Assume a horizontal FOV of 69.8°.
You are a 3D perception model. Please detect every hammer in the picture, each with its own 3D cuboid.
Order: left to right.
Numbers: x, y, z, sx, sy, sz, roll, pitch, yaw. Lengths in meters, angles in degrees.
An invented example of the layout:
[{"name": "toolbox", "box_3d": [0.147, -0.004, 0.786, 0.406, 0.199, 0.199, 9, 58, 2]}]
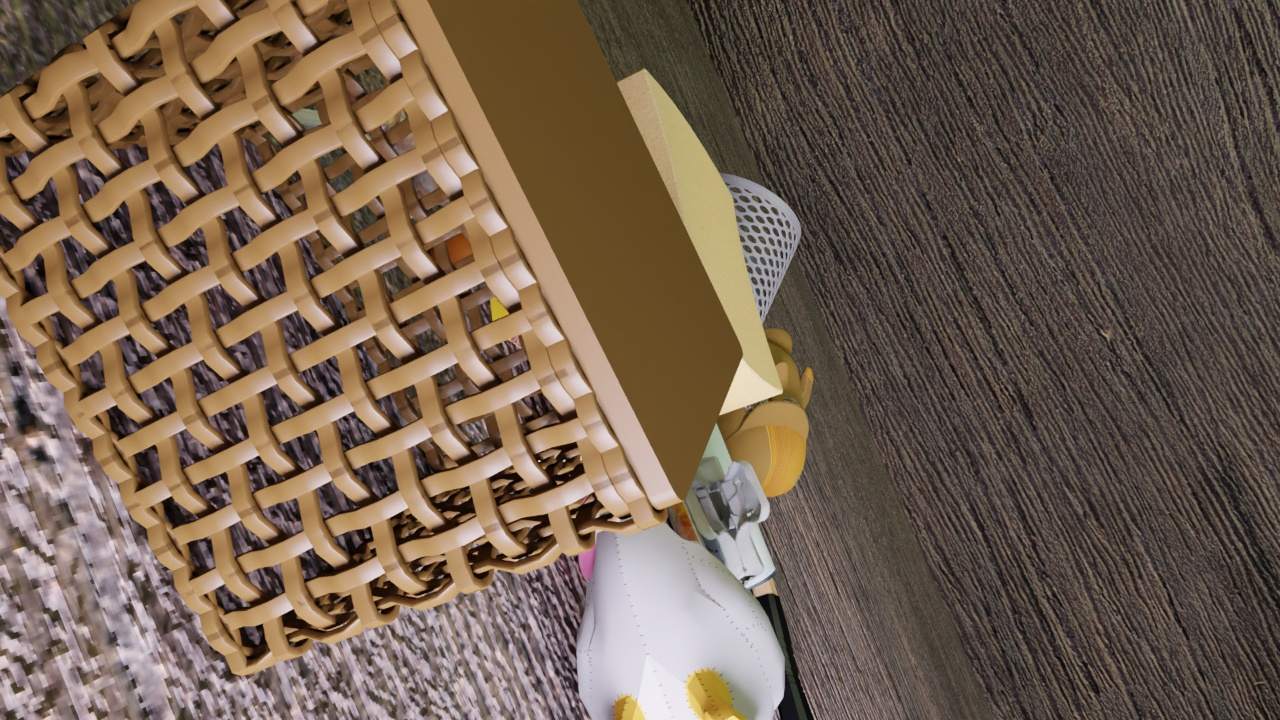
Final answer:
[{"name": "hammer", "box_3d": [0.143, 0.263, 1.073, 0.131, 0.039, 0.327, 39, 33, -53]}]

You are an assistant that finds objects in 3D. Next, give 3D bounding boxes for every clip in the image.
[{"name": "clip", "box_3d": [0.075, 0.147, 0.865, 0.144, 0.074, 0.124, 83, -16, -68]}]

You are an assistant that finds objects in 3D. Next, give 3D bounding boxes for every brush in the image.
[{"name": "brush", "box_3d": [0.029, -0.089, 0.764, 0.195, 0.075, 0.249, 41, 33, -54]}]

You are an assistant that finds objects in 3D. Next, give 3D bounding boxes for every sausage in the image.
[{"name": "sausage", "box_3d": [-0.133, -0.107, 0.737, 0.164, 0.039, 0.044, -78, 147, -61]}]

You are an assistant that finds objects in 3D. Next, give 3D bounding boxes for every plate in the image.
[{"name": "plate", "box_3d": [0.033, 0.134, 0.873, 0.187, 0.016, 0.187, 70, -2, -86]}]

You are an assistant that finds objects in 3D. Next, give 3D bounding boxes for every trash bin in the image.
[{"name": "trash bin", "box_3d": [0.073, -0.086, 1.014, 0.156, 0.157, 0.183, 46, 61, -47]}]

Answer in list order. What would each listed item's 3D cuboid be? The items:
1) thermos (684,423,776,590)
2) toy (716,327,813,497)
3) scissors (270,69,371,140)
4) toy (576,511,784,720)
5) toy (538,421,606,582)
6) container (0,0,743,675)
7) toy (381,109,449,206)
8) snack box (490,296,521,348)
[{"name": "thermos", "box_3d": [0.073, 0.132, 0.983, 0.230, 0.068, 0.067, 69, 18, 5]}, {"name": "toy", "box_3d": [0.129, 0.060, 1.062, 0.163, 0.198, 0.203, 111, -22, -44]}, {"name": "scissors", "box_3d": [-0.208, -0.181, 0.655, 0.146, 0.015, 0.187, 54, 20, -31]}, {"name": "toy", "box_3d": [0.031, 0.210, 0.661, 0.267, 0.141, 0.247, -74, 142, -75]}, {"name": "toy", "box_3d": [-0.045, 0.061, 0.720, 0.193, 0.084, 0.159, -96, 174, -51]}, {"name": "container", "box_3d": [-0.109, -0.043, 0.437, 0.251, 0.214, 0.219, 64, 18, -9]}, {"name": "toy", "box_3d": [-0.155, -0.151, 0.680, 0.085, 0.074, 0.106, -47, 157, -35]}, {"name": "snack box", "box_3d": [-0.061, -0.054, 0.766, 0.083, 0.106, 0.061, 41, 31, -52]}]
